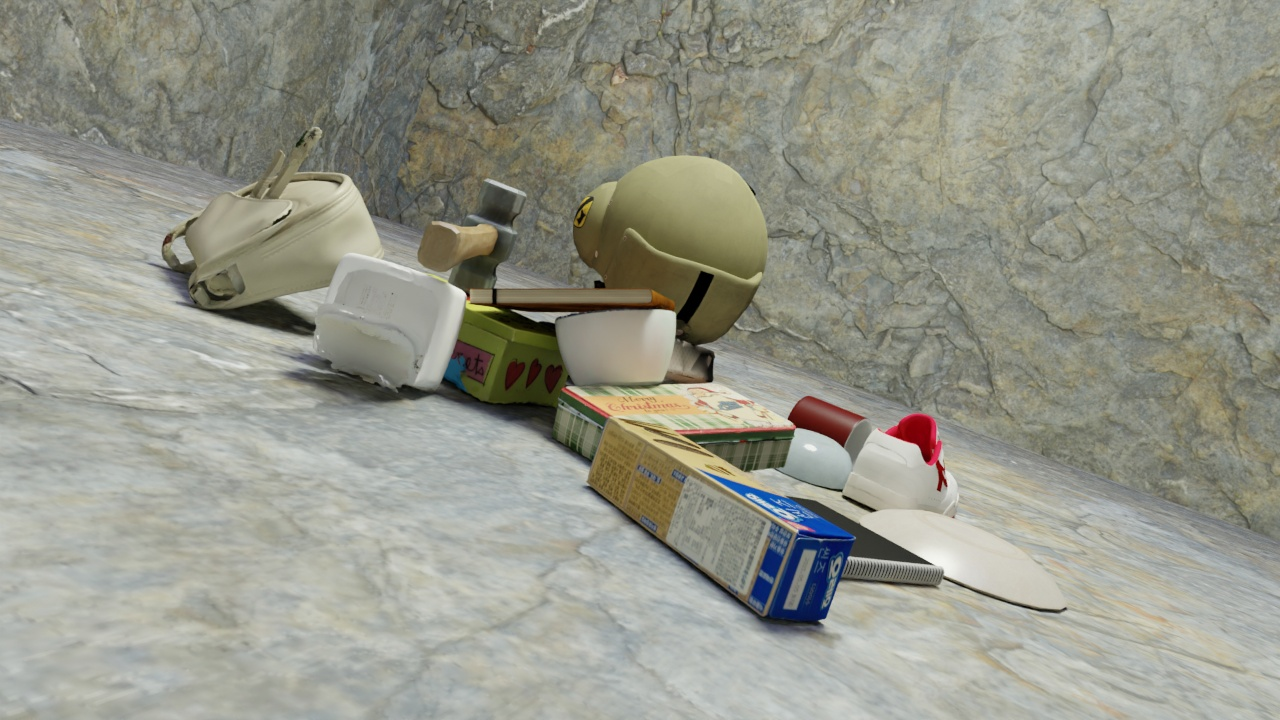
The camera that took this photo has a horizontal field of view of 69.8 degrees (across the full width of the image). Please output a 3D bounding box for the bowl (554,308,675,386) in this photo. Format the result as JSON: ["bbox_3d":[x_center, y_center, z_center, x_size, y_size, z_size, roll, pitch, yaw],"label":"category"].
[{"bbox_3d":[-0.022,-0.010,0.861,0.116,0.065,0.116,-3,-4,0],"label":"bowl"}]

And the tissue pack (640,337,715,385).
[{"bbox_3d":[-0.006,0.006,1.049,0.104,0.071,0.181,-11,-15,38],"label":"tissue pack"}]

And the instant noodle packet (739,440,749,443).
[{"bbox_3d":[0.082,0.068,1.059,0.135,0.040,0.098,21,5,15],"label":"instant noodle packet"}]

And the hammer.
[{"bbox_3d":[-0.154,-0.107,0.826,0.051,0.117,0.322,20,7,-5],"label":"hammer"}]

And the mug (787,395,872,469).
[{"bbox_3d":[0.220,0.097,1.123,0.083,0.073,0.105,23,37,36],"label":"mug"}]

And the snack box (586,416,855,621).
[{"bbox_3d":[0.045,0.097,0.605,0.057,0.056,0.207,15,7,-37],"label":"snack box"}]

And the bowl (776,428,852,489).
[{"bbox_3d":[0.189,0.104,1.022,0.106,0.039,0.106,16,10,-3],"label":"bowl"}]

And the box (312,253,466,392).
[{"bbox_3d":[-0.213,-0.032,0.744,0.110,0.103,0.130,18,-3,3],"label":"box"}]

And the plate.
[{"bbox_3d":[0.295,0.170,0.836,0.189,0.027,0.188,18,6,-2],"label":"plate"}]

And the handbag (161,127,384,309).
[{"bbox_3d":[-0.380,-0.139,0.907,0.183,0.132,0.229,-29,28,-22],"label":"handbag"}]

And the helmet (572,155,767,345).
[{"bbox_3d":[0.041,-0.123,1.129,0.250,0.255,0.233,16,2,-20],"label":"helmet"}]

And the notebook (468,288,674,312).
[{"bbox_3d":[-0.064,-0.058,0.909,0.178,0.014,0.249,1,1,7],"label":"notebook"}]

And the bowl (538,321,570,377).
[{"bbox_3d":[-0.078,-0.005,1.163,0.124,0.052,0.124,18,6,-2],"label":"bowl"}]

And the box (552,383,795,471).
[{"bbox_3d":[0.034,0.060,0.813,0.205,0.050,0.118,1,16,-40],"label":"box"}]

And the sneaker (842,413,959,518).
[{"bbox_3d":[0.310,0.113,1.026,0.090,0.104,0.236,23,8,37],"label":"sneaker"}]

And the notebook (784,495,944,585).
[{"bbox_3d":[0.119,0.132,0.717,0.206,0.016,0.149,14,7,-37],"label":"notebook"}]

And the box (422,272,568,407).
[{"bbox_3d":[-0.182,-0.027,0.926,0.221,0.082,0.124,21,6,31],"label":"box"}]
